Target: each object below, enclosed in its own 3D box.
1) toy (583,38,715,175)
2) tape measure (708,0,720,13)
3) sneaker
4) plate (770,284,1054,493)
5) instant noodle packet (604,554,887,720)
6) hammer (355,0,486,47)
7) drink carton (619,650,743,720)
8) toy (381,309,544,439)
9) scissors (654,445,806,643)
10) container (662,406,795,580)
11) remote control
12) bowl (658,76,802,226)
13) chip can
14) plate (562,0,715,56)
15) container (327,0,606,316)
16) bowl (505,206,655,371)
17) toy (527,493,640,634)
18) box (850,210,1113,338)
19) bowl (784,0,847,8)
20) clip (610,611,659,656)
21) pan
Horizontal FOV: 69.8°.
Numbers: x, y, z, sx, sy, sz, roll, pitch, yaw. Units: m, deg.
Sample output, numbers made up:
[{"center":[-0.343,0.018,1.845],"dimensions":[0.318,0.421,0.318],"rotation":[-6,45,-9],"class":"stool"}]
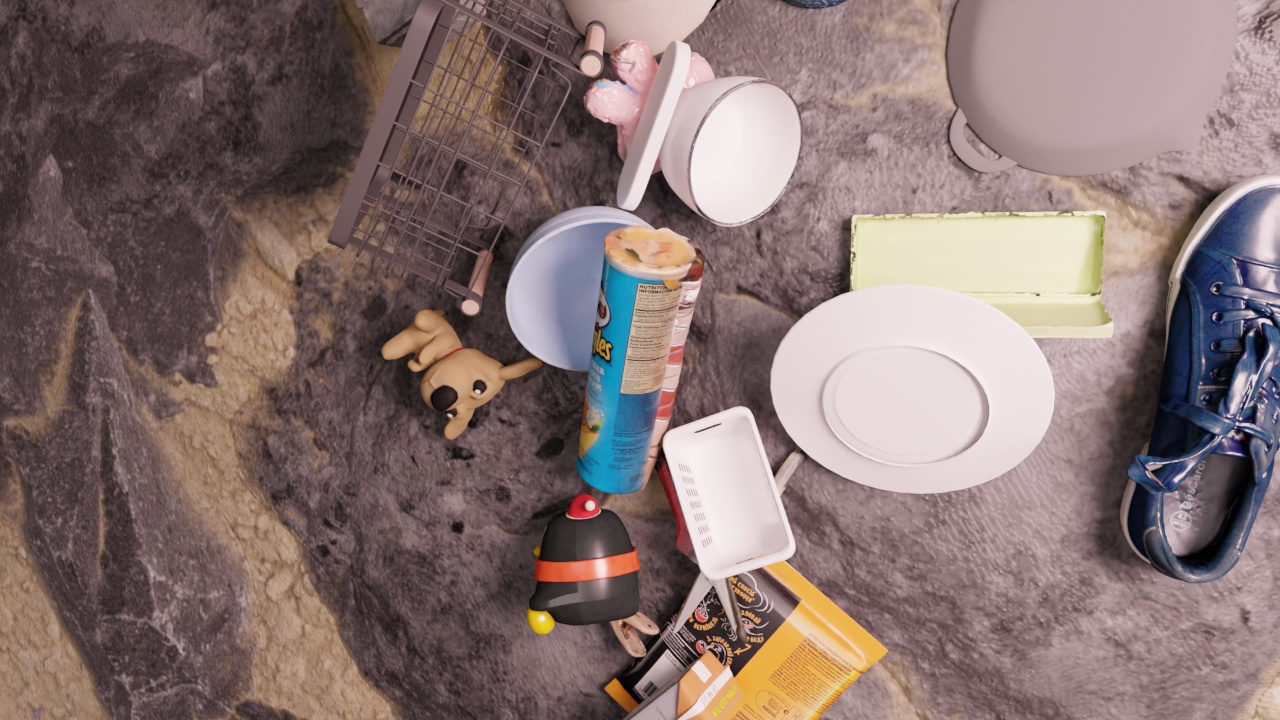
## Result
[{"center":[0.007,-0.212,0.752],"dimensions":[0.108,0.105,0.053],"rotation":[-51,42,16],"class":"toy"},{"center":[0.057,-0.326,0.736],"dimensions":[0.067,0.038,0.062],"rotation":[-22,78,49],"class":"tape measure"},{"center":[0.403,0.018,0.627],"dimensions":[0.121,0.127,0.295],"rotation":[13,100,16],"class":"sneaker"},{"center":[0.202,0.033,0.701],"dimensions":[0.209,0.015,0.209],"rotation":[11,132,13],"class":"plate"},{"center":[0.088,0.279,0.824],"dimensions":[0.160,0.032,0.221],"rotation":[40,108,13],"class":"instant noodle packet"},{"center":[-0.275,-0.345,0.711],"dimensions":[0.080,0.325,0.177],"rotation":[-16,92,38],"class":"hammer"},{"center":[0.023,0.314,0.796],"dimensions":[0.125,0.076,0.048],"rotation":[-46,77,24],"class":"drink carton"},{"center":[-0.175,0.004,0.849],"dimensions":[0.134,0.105,0.108],"rotation":[-38,95,24],"class":"toy"},{"center":[0.076,0.141,0.803],"dimensions":[0.179,0.015,0.198],"rotation":[-30,75,13],"class":"scissors"},{"center":[0.077,0.111,0.770],"dimensions":[0.081,0.049,0.129],"rotation":[-21,76,15],"class":"container"},{"center":[0.009,-0.181,0.717],"dimensions":[0.013,0.043,0.137],"rotation":[11,120,-19],"class":"remote control"},{"center":[0.065,-0.171,0.730],"dimensions":[0.066,0.116,0.116],"rotation":[38,111,46],"class":"bowl"},{"center":[-0.004,0.004,0.754],"dimensions":[0.080,0.079,0.230],"rotation":[22,127,15],"class":"chip can"},{"center":[-0.007,-0.343,0.740],"dimensions":[0.189,0.027,0.189],"rotation":[9,104,37],"class":"plate"},{"center":[-0.139,-0.179,0.741],"dimensions":[0.130,0.162,0.242],"rotation":[24,119,-15],"class":"container"},{"center":[-0.042,-0.071,0.782],"dimensions":[0.150,0.074,0.151],"rotation":[-6,127,-8],"class":"bowl"},{"center":[-0.050,0.179,0.829],"dimensions":[0.100,0.097,0.119],"rotation":[-7,86,20],"class":"toy"},{"center":[0.254,-0.059,0.704],"dimensions":[0.188,0.064,0.130],"rotation":[0,56,18],"class":"box"},{"center":[0.137,-0.337,0.704],"dimensions":[0.114,0.060,0.114],"rotation":[2,98,18],"class":"bowl"},{"center":[-0.012,0.251,0.852],"dimensions":[0.061,0.024,0.041],"rotation":[23,93,45],"class":"clip"},{"center":[0.368,-0.276,0.650],"dimensions":[0.216,0.024,0.355],"rotation":[47,109,8],"class":"pan"}]
